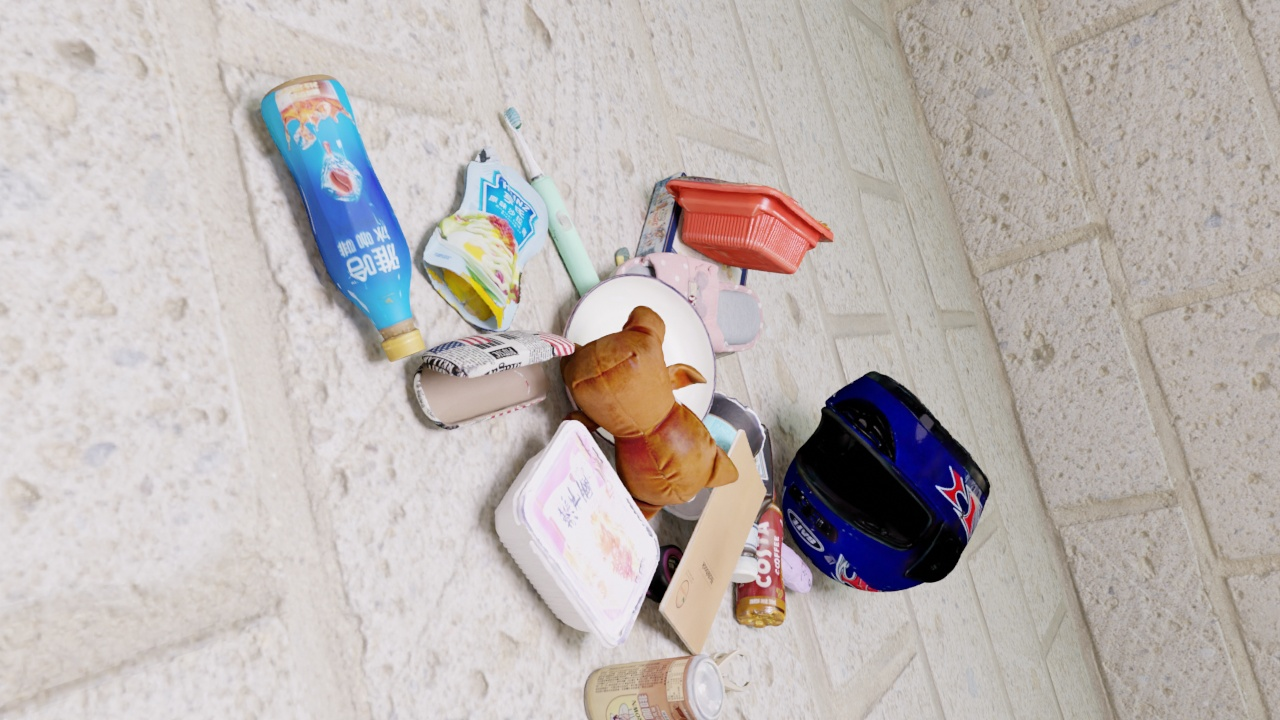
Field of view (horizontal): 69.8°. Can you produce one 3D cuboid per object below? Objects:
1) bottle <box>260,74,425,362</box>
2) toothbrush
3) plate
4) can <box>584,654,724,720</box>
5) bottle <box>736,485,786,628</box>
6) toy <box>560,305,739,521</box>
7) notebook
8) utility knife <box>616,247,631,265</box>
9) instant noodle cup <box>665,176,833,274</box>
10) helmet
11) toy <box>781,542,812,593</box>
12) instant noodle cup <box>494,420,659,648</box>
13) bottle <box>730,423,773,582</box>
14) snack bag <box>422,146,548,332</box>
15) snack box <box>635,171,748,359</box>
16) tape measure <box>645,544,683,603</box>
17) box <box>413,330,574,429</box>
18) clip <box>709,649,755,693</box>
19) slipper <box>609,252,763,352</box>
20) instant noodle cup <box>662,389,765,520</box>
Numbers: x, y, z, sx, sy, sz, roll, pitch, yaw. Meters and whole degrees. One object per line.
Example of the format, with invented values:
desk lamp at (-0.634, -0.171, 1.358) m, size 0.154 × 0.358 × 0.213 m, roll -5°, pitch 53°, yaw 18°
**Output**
bottle at (-0.221, -0.105, 0.705) m, size 0.065 × 0.065 × 0.218 m, roll -29°, pitch 100°, yaw -59°
toothbrush at (-0.093, -0.162, 0.975) m, size 0.026 × 0.027 × 0.224 m, roll -31°, pitch 102°, yaw -32°
plate at (-0.006, 0.006, 0.968) m, size 0.192 × 0.039 × 0.192 m, roll 7°, pitch 78°, yaw -33°
can at (0.012, 0.294, 0.809) m, size 0.058 × 0.117 × 0.058 m, roll 32°, pitch 49°, yaw -47°
bottle at (0.145, 0.230, 1.112) m, size 0.057 × 0.058 × 0.174 m, roll 38°, pitch 44°, yaw -42°
toy at (0.004, 0.058, 0.881) m, size 0.199 × 0.140 × 0.130 m, roll 59°, pitch 16°, yaw -12°
notebook at (0.082, 0.195, 0.969) m, size 0.207 × 0.008 × 0.148 m, roll -63°, pitch 149°, yaw -26°
utility knife at (-0.003, -0.040, 1.071) m, size 0.030 × 0.021 × 0.198 m, roll 1°, pitch 78°, yaw -51°
instant noodle cup at (0.133, -0.162, 1.140) m, size 0.188 × 0.165 × 0.079 m, roll 19°, pitch 85°, yaw -50°
helmet at (0.305, 0.177, 1.211) m, size 0.247 × 0.240 × 0.315 m, roll 46°, pitch 2°, yaw 40°
toy at (0.186, 0.261, 1.182) m, size 0.108 × 0.039 × 0.083 m, roll 39°, pitch 24°, yaw -40°
instant noodle cup at (-0.061, 0.158, 0.822) m, size 0.173 × 0.060 × 0.137 m, roll 57°, pitch 34°, yaw -20°
bottle at (0.119, 0.165, 1.093) m, size 0.044 × 0.080 × 0.194 m, roll 105°, pitch -10°, yaw -58°
snack bag at (-0.139, -0.120, 0.871) m, size 0.110 × 0.039 × 0.190 m, roll 41°, pitch 40°, yaw -26°
snack box at (0.072, -0.123, 1.199) m, size 0.178 × 0.046 × 0.182 m, roll 49°, pitch 37°, yaw -32°
tape measure at (0.023, 0.220, 0.944) m, size 0.057 × 0.039 × 0.058 m, roll 4°, pitch 66°, yaw -57°
box at (-0.119, 0.001, 0.789) m, size 0.162 × 0.087 × 0.076 m, roll -14°, pitch 72°, yaw -56°
clip at (0.079, 0.325, 0.985) m, size 0.104 × 0.035 × 0.081 m, roll 26°, pitch 55°, yaw -40°
slipper at (0.068, -0.061, 1.085) m, size 0.273 × 0.055 × 0.114 m, roll 9°, pitch 83°, yaw -46°
instant noodle cup at (0.067, 0.111, 1.020) m, size 0.111 × 0.111 × 0.120 m, roll 58°, pitch 42°, yaw -21°
